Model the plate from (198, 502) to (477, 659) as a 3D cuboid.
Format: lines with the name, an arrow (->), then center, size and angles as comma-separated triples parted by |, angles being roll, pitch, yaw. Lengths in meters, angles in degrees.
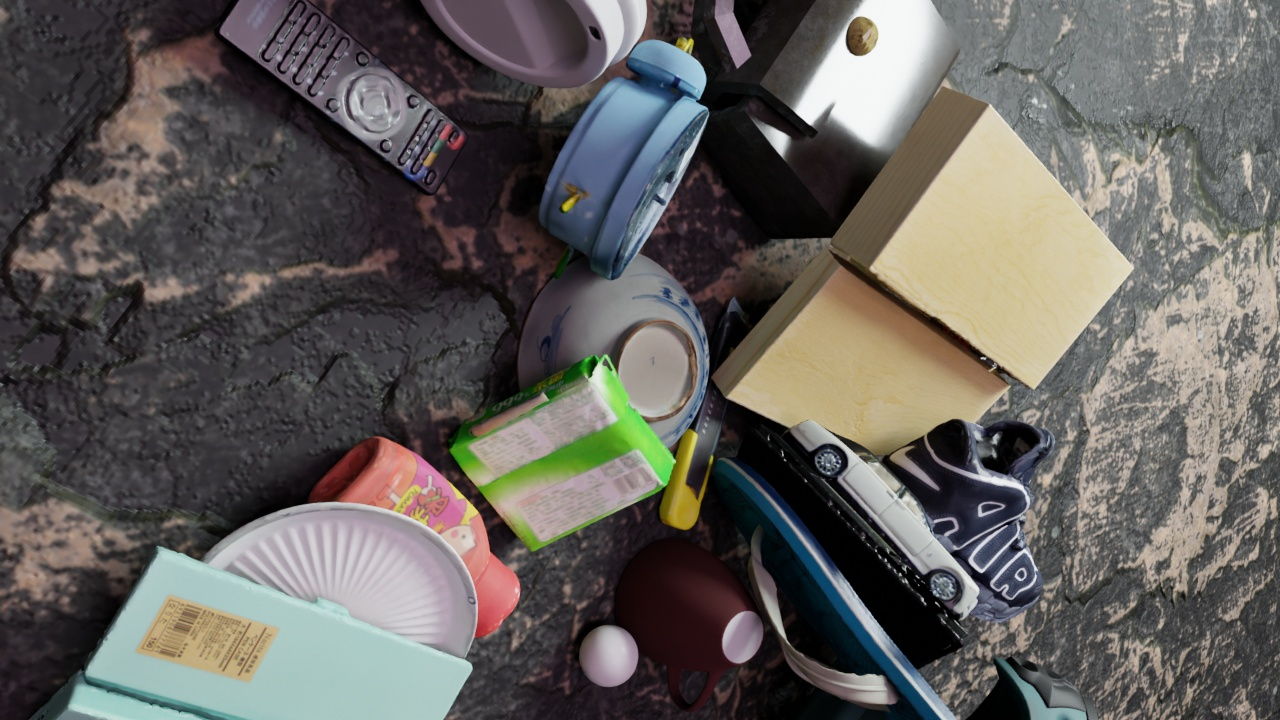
plate -> -0.168, 0.142, 0.499 | 0.157, 0.014, 0.157 | -7, 117, -14

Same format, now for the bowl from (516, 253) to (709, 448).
bowl -> -0.004, 0.004, 0.601 | 0.150, 0.057, 0.151 | -4, 97, -34

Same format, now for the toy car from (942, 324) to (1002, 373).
toy car -> 0.333, -0.052, 0.825 | 0.188, 0.056, 0.081 | -30, 112, -34

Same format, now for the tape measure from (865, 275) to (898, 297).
tape measure -> 0.174, -0.047, 0.738 | 0.060, 0.020, 0.062 | 46, 71, -29

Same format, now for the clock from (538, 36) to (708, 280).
clock -> -0.002, -0.124, 0.555 | 0.060, 0.118, 0.161 | 30, 67, 3

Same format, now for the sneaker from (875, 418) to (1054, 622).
sneaker -> 0.281, 0.115, 0.742 | 0.252, 0.097, 0.151 | 30, 116, -35

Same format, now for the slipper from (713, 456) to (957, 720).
slipper -> 0.128, 0.194, 0.615 | 0.060, 0.295, 0.118 | -34, 154, -9

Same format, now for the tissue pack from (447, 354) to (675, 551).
tissue pack -> -0.049, 0.057, 0.562 | 0.114, 0.034, 0.099 | -26, 116, 13

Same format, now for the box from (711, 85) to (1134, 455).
box -> 0.215, -0.031, 0.680 | 0.246, 0.068, 0.254 | 26, 114, -38

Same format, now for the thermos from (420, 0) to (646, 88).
thermos -> -0.030, -0.278, 0.517 | 0.131, 0.132, 0.221 | 33, 70, -33

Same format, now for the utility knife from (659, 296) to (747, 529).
utility knife -> 0.049, 0.037, 0.665 | 0.028, 0.020, 0.172 | 20, 83, -36

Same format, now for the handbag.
handbag -> 0.118, -0.220, 0.629 | 0.199, 0.102, 0.197 | 41, 73, -31

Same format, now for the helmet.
helmet -> 0.209, 0.316, 0.703 | 0.200, 0.176, 0.275 | 20, 92, 7

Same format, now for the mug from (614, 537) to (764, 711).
mug -> 0.041, 0.189, 0.634 | 0.087, 0.088, 0.114 | 4, 93, -35

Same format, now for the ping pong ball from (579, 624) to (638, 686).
ping pong ball -> -0.022, 0.200, 0.622 | 0.040, 0.040, 0.040 | -4, 98, -34

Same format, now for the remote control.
remote control -> -0.158, -0.148, 0.501 | 0.140, 0.021, 0.045 | 37, 76, -37

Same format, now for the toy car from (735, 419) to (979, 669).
toy car -> 0.155, 0.113, 0.636 | 0.071, 0.094, 0.191 | -36, 70, -18

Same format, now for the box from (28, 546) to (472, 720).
box -> -0.197, 0.184, 0.477 | 0.187, 0.052, 0.139 | 32, 106, -32

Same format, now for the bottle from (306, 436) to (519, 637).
bottle -> -0.126, 0.108, 0.535 | 0.071, 0.048, 0.134 | -48, 119, -16
